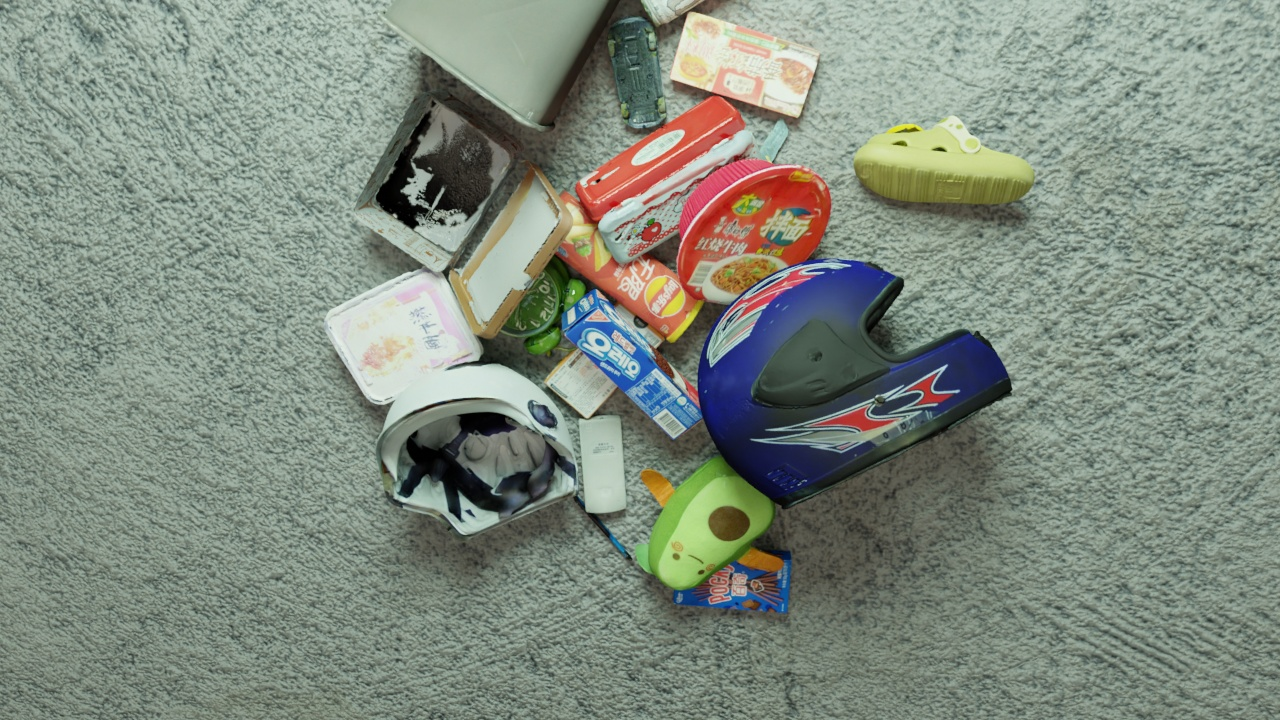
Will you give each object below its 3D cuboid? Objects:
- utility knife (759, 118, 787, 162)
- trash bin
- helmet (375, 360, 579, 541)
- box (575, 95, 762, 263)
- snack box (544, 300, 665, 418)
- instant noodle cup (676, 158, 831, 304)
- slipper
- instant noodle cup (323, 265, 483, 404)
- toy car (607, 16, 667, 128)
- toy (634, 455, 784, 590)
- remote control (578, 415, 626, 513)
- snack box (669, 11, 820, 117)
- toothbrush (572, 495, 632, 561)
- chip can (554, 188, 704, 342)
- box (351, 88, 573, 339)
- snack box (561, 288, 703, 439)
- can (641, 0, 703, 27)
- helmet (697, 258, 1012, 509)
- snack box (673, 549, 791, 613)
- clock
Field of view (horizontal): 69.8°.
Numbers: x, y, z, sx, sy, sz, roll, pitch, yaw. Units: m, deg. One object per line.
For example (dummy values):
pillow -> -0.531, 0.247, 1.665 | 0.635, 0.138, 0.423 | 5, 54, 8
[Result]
utility knife -> 0.119, -0.194, 1.077 | 0.031, 0.020, 0.196 | 28, 107, -10
trash bin -> -0.118, -0.382, 0.949 | 0.199, 0.198, 0.220 | 35, 103, -8
helmet -> -0.200, 0.089, 1.131 | 0.229, 0.145, 0.258 | -28, 131, 17
box -> 0.037, -0.197, 1.037 | 0.201, 0.095, 0.101 | -32, 129, 1
snack box -> -0.045, -0.003, 1.158 | 0.075, 0.026, 0.154 | 41, 110, -9
instant noodle cup -> 0.114, -0.153, 1.025 | 0.193, 0.065, 0.194 | -20, 143, -16
slipper -> 0.334, -0.222, 1.012 | 0.191, 0.092, 0.081 | 10, 71, 13
instant noodle cup -> -0.292, -0.037, 1.157 | 0.174, 0.060, 0.138 | -23, 106, 13
toy car -> -0.003, -0.323, 1.031 | 0.054, 0.036, 0.121 | -7, 119, 8
toy -> 0.098, 0.199, 1.178 | 0.227, 0.090, 0.247 | 37, 99, -5
remote control -> -0.050, 0.138, 1.209 | 0.056, 0.019, 0.135 | -5, 110, -5
snack box -> 0.115, -0.328, 1.019 | 0.153, 0.025, 0.075 | 17, 111, 0
toothbrush -> -0.072, 0.206, 1.245 | 0.016, 0.014, 0.189 | -35, 103, 18
chip can -> -0.026, -0.113, 1.091 | 0.216, 0.073, 0.073 | 37, 110, -7
box -> -0.196, -0.171, 1.057 | 0.272, 0.130, 0.179 | 44, 111, 18
snack box -> -0.007, 0.006, 1.108 | 0.057, 0.058, 0.207 | -38, 116, 15
can -> 0.068, -0.417, 0.974 | 0.147, 0.058, 0.058 | -27, 105, 15
helmet -> 0.214, 0.004, 1.020 | 0.316, 0.247, 0.240 | -28, 83, 9
snack box -> 0.124, 0.296, 1.247 | 0.157, 0.026, 0.085 | 3, 110, 6
clock -> -0.130, -0.074, 1.126 | 0.161, 0.056, 0.116 | 36, 111, -7
